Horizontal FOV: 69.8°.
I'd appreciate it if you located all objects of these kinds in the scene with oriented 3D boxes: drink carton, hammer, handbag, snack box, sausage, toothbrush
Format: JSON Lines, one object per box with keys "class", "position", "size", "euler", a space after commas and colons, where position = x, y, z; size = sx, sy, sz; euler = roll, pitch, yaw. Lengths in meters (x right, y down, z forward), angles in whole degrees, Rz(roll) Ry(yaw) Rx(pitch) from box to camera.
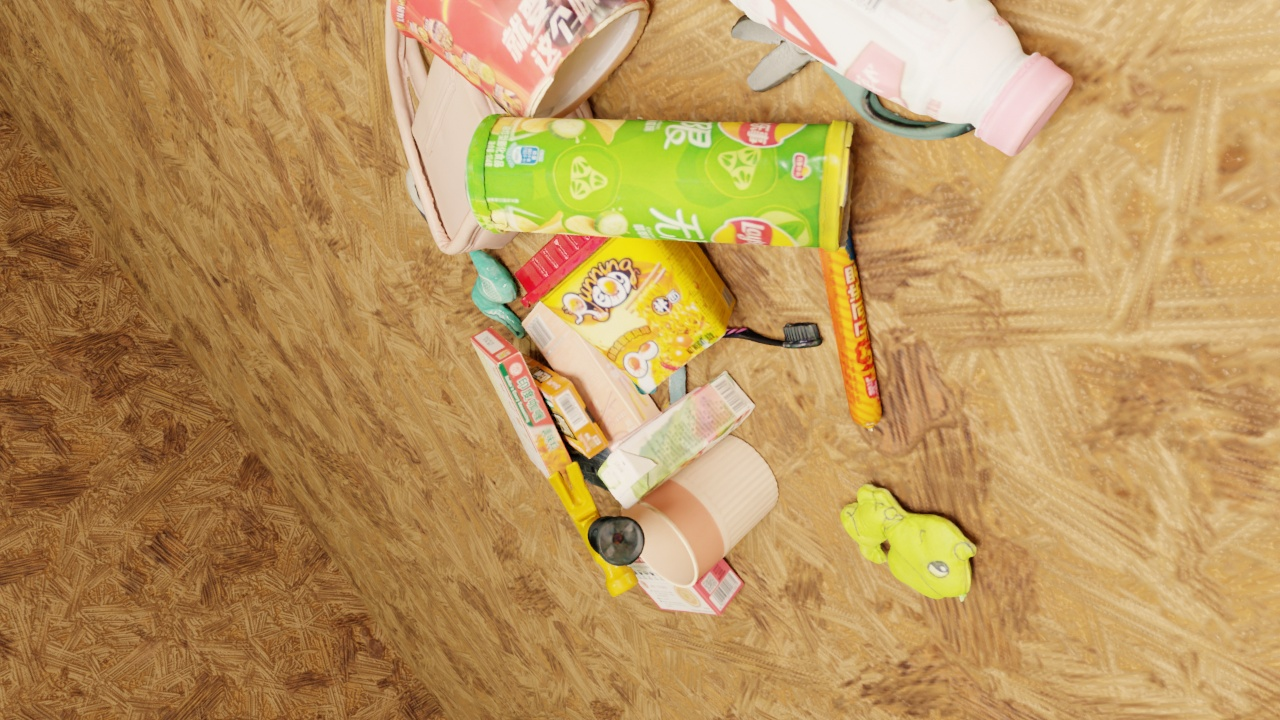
{"class": "drink carton", "position": [0.027, 0.059, 0.708], "size": [0.045, 0.122, 0.054], "euler": [52, 150, 9]}
{"class": "hammer", "position": [-0.029, 0.139, 0.733], "size": [0.128, 0.032, 0.301], "euler": [60, 170, 5]}
{"class": "handbag", "position": [-0.147, -0.218, 0.739], "size": [0.234, 0.093, 0.194], "euler": [61, 150, 5]}
{"class": "snack box", "position": [-0.110, 0.047, 0.876], "size": [0.077, 0.027, 0.156], "euler": [36, 152, 55]}
{"class": "sausage", "position": [0.133, -0.023, 0.582], "size": [0.021, 0.021, 0.165], "euler": [15, 132, 47]}
{"class": "toothbrush", "position": [0.062, -0.023, 0.689], "size": [0.189, 0.014, 0.018], "euler": [7, 115, 52]}
{"class": "snack box", "position": [-0.085, 0.041, 0.897], "size": [0.075, 0.026, 0.154], "euler": [61, 164, -22]}
{"class": "snack box", "position": [-0.046, 0.009, 0.851], "size": [0.157, 0.026, 0.085], "euler": [55, 150, 1]}
{"class": "snack box", "position": [0.021, 0.188, 0.896], "size": [0.127, 0.044, 0.113], "euler": [51, 151, -12]}

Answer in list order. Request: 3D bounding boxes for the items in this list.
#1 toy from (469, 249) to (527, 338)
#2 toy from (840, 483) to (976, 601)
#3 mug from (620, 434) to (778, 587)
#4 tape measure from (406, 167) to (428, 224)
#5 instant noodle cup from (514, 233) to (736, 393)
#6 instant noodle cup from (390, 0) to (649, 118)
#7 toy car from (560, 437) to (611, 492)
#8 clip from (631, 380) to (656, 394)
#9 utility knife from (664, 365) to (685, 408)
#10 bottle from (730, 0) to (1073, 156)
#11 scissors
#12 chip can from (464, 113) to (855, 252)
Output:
{"class": "toy", "position": [-0.144, -0.065, 0.917], "size": [0.096, 0.030, 0.092], "euler": [47, 154, -1]}
{"class": "toy", "position": [0.188, 0.129, 0.642], "size": [0.100, 0.031, 0.097], "euler": [48, 148, 20]}
{"class": "mug", "position": [0.039, 0.111, 0.756], "size": [0.114, 0.105, 0.082], "euler": [40, 146, 23]}
{"class": "tape measure", "position": [-0.194, -0.163, 0.886], "size": [0.066, 0.033, 0.066], "euler": [-16, 108, 56]}
{"class": "instant noodle cup", "position": [-0.004, -0.054, 0.644], "size": [0.116, 0.115, 0.123], "euler": [-38, 101, 24]}
{"class": "instant noodle cup", "position": [-0.068, -0.220, 0.572], "size": [0.108, 0.137, 0.138], "euler": [46, 149, 0]}
{"class": "toy car", "position": [-0.031, 0.106, 0.917], "size": [0.121, 0.036, 0.054], "euler": [22, 141, 28]}
{"class": "clip", "position": [-0.003, 0.005, 0.804], "size": [0.047, 0.014, 0.057], "euler": [-5, 116, 53]}
{"class": "utility knife", "position": [0.030, 0.074, 0.820], "size": [0.033, 0.015, 0.217], "euler": [29, 141, 31]}
{"class": "bottle", "position": [0.101, -0.164, 0.419], "size": [0.197, 0.068, 0.068], "euler": [40, 146, 16]}
{"class": "scissors", "position": [0.117, -0.161, 0.476], "size": [0.171, 0.019, 0.177], "euler": [56, 148, -2]}
{"class": "chip can", "position": [0.008, -0.104, 0.529], "size": [0.221, 0.072, 0.073], "euler": [5, 130, 14]}
